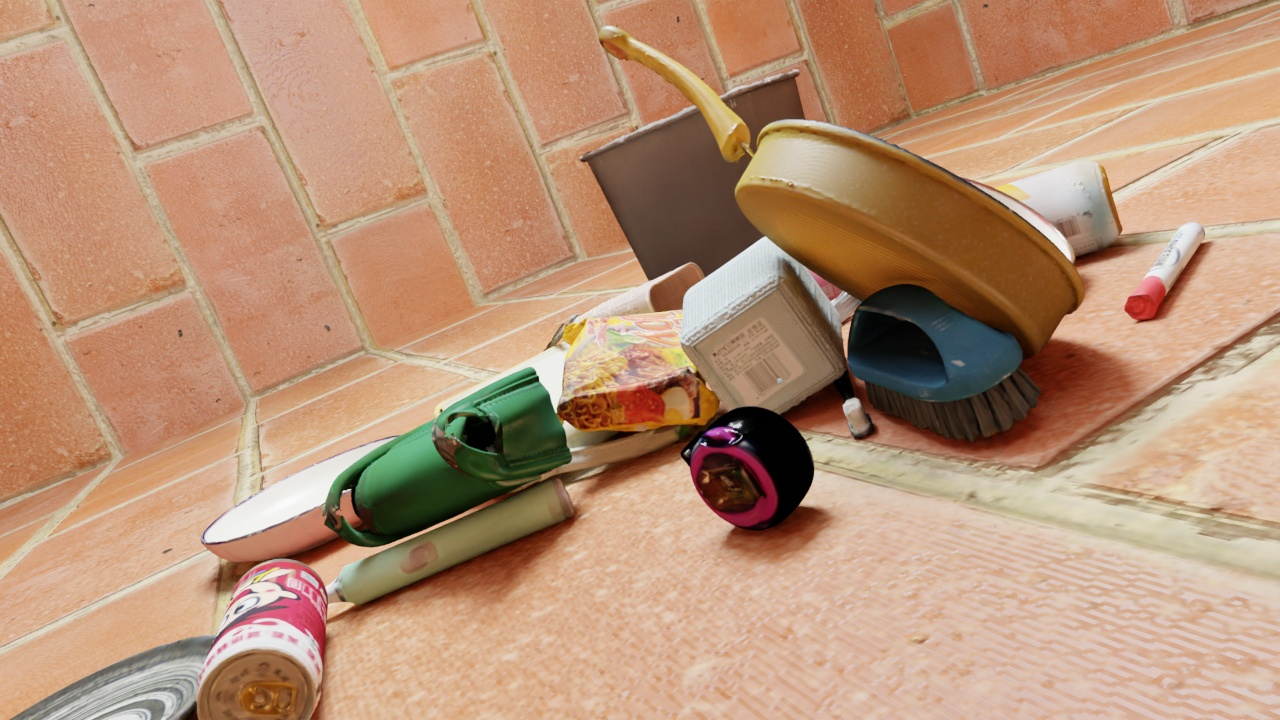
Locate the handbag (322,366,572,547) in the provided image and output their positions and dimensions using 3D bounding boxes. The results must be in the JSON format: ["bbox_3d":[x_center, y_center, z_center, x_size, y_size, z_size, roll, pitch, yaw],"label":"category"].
[{"bbox_3d":[-0.116,0.059,0.561,0.132,0.068,0.120,-26,-5,26],"label":"handbag"}]

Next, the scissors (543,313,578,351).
[{"bbox_3d":[-0.106,0.024,0.800,0.132,0.012,0.173,-42,-9,-24],"label":"scissors"}]

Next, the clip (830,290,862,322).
[{"bbox_3d":[0.168,-0.043,0.773,0.057,0.025,0.032,-36,10,-29],"label":"clip"}]

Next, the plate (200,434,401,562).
[{"bbox_3d":[-0.269,0.121,0.779,0.192,0.039,0.192,-21,11,4],"label":"plate"}]

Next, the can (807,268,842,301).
[{"bbox_3d":[0.187,-0.083,0.828,0.147,0.058,0.058,-23,11,-7],"label":"can"}]

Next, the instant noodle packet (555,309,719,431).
[{"bbox_3d":[-0.004,0.004,0.649,0.111,0.044,0.128,-3,27,0],"label":"instant noodle packet"}]

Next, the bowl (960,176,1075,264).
[{"bbox_3d":[0.232,-0.072,0.634,0.113,0.113,0.062,-34,-27,-49],"label":"bowl"}]

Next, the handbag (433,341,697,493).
[{"bbox_3d":[-0.044,0.048,0.682,0.163,0.063,0.179,-29,28,-33],"label":"handbag"}]

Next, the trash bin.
[{"bbox_3d":[0.086,-0.151,0.933,0.199,0.220,0.198,-13,14,34],"label":"trash bin"}]

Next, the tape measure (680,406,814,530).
[{"bbox_3d":[0.051,0.053,0.439,0.039,0.057,0.058,-38,4,-40],"label":"tape measure"}]

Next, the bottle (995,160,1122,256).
[{"bbox_3d":[0.264,-0.095,0.711,0.190,0.068,0.067,-16,12,29],"label":"bottle"}]

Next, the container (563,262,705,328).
[{"bbox_3d":[0.003,-0.020,0.811,0.111,0.090,0.089,-17,11,38],"label":"container"}]

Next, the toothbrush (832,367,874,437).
[{"bbox_3d":[0.129,0.014,0.587,0.016,0.018,0.181,-27,8,11],"label":"toothbrush"}]

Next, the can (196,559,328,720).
[{"bbox_3d":[-0.187,0.145,0.465,0.053,0.053,0.133,-25,11,-14],"label":"can"}]

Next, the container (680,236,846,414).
[{"bbox_3d":[0.081,-0.018,0.613,0.090,0.090,0.111,-35,10,16],"label":"container"}]

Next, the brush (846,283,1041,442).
[{"bbox_3d":[0.148,-0.005,0.484,0.055,0.073,0.144,-32,10,-4],"label":"brush"}]

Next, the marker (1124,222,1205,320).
[{"bbox_3d":[0.321,-0.057,0.556,0.017,0.017,0.144,-11,16,45],"label":"marker"}]

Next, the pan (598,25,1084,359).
[{"bbox_3d":[0.093,-0.116,0.554,0.078,0.357,0.197,-59,-28,-1],"label":"pan"}]

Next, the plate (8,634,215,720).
[{"bbox_3d":[-0.296,0.203,0.472,0.179,0.024,0.179,-21,10,4],"label":"plate"}]

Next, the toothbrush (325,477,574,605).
[{"bbox_3d":[-0.147,0.124,0.555,0.224,0.026,0.027,-22,-9,-2],"label":"toothbrush"}]
